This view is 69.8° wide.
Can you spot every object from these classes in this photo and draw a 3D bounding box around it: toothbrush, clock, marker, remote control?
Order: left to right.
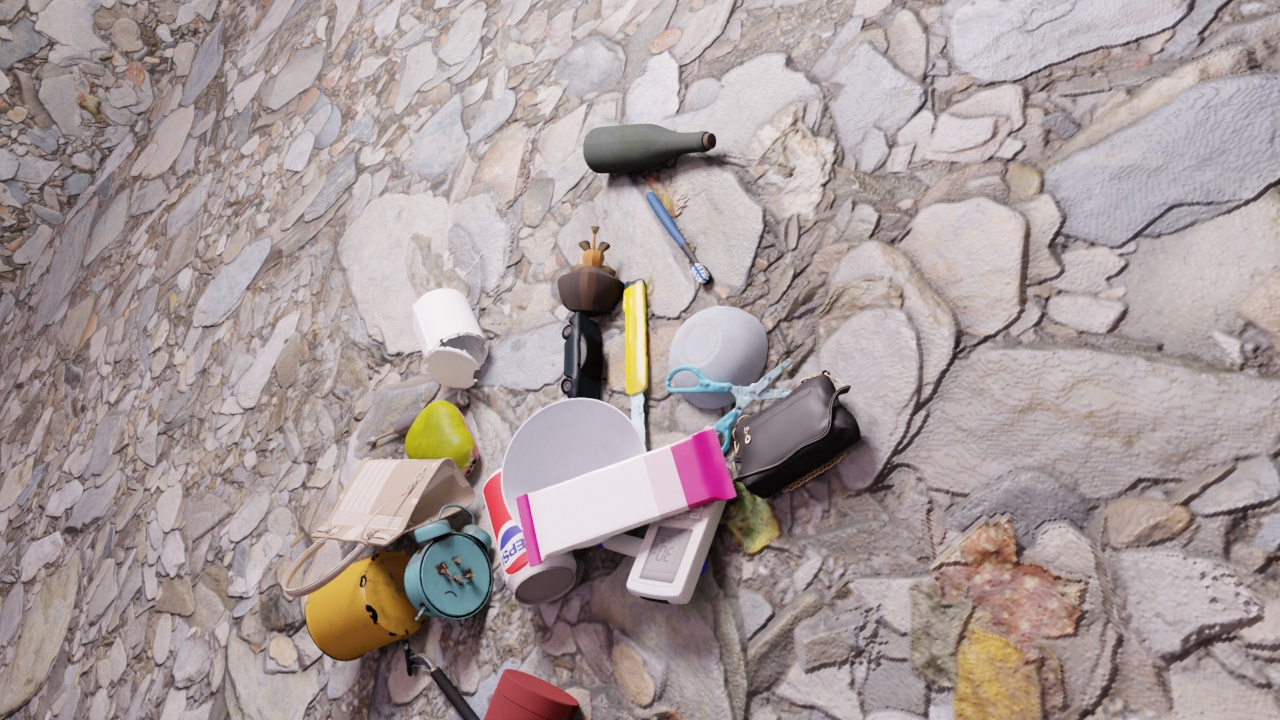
[{"bbox_3d":[-0.288,0.079,1.160,0.186,0.022,0.024,-25,23,30],"label":"toothbrush"},{"bbox_3d":[-0.202,0.214,0.968,0.053,0.090,0.124,-23,54,41],"label":"clock"},{"bbox_3d":[0.002,0.177,0.863,0.142,0.020,0.020,6,71,42],"label":"marker"},{"bbox_3d":[0.039,-0.137,1.003,0.014,0.014,0.167,-50,45,23],"label":"toothbrush"},{"bbox_3d":[0.037,0.152,0.820,0.060,0.025,0.138,-1,52,38],"label":"remote control"}]

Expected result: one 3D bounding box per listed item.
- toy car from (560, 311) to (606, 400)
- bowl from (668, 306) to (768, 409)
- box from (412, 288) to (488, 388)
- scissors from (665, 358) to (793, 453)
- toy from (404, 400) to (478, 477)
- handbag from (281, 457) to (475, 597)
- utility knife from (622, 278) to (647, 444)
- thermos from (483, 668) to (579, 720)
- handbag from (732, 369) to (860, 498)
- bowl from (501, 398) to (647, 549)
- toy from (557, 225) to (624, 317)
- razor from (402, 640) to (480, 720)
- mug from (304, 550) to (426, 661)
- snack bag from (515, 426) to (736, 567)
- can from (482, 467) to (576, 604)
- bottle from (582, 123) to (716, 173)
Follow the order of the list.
[{"bbox_3d":[-0.060,0.001,0.991,0.034,0.046,0.112,-24,52,32],"label":"toy car"},{"bbox_3d":[0.068,-0.009,0.891,0.107,0.039,0.106,-20,56,32],"label":"bowl"},{"bbox_3d":[-0.235,-0.021,1.125,0.143,0.089,0.080,55,143,41],"label":"box"},{"bbox_3d":[0.080,0.027,0.852,0.141,0.015,0.111,-41,82,13],"label":"scissors"},{"bbox_3d":[-0.233,0.100,1.079,0.110,0.051,0.090,38,97,42],"label":"toy"},{"bbox_3d":[-0.311,0.189,1.015,0.176,0.062,0.197,-6,30,44],"label":"handbag"},{"bbox_3d":[-0.006,0.006,0.961,0.031,0.019,0.223,-26,48,35],"label":"utility knife"},{"bbox_3d":[-0.121,0.387,0.808,0.108,0.084,0.198,14,75,44],"label":"thermos"},{"bbox_3d":[0.130,0.061,0.794,0.129,0.054,0.079,-36,45,23],"label":"handbag"},{"bbox_3d":[-0.054,0.116,0.890,0.144,0.074,0.143,-5,69,13],"label":"bowl"},{"bbox_3d":[-0.055,-0.100,1.030,0.076,0.062,0.100,4,83,4],"label":"toy"},{"bbox_3d":[-0.202,0.340,0.949,0.144,0.022,0.043,26,127,40],"label":"razor"},{"bbox_3d":[-0.296,0.261,1.020,0.094,0.100,0.123,-26,24,25],"label":"mug"},{"bbox_3d":[-0.016,0.123,0.825,0.197,0.016,0.070,-21,61,7],"label":"snack bag"},{"bbox_3d":[-0.113,0.172,0.925,0.070,0.070,0.132,-40,48,17],"label":"can"},{"bbox_3d":[0.013,-0.247,1.056,0.174,0.055,0.055,7,72,41],"label":"bottle"}]
